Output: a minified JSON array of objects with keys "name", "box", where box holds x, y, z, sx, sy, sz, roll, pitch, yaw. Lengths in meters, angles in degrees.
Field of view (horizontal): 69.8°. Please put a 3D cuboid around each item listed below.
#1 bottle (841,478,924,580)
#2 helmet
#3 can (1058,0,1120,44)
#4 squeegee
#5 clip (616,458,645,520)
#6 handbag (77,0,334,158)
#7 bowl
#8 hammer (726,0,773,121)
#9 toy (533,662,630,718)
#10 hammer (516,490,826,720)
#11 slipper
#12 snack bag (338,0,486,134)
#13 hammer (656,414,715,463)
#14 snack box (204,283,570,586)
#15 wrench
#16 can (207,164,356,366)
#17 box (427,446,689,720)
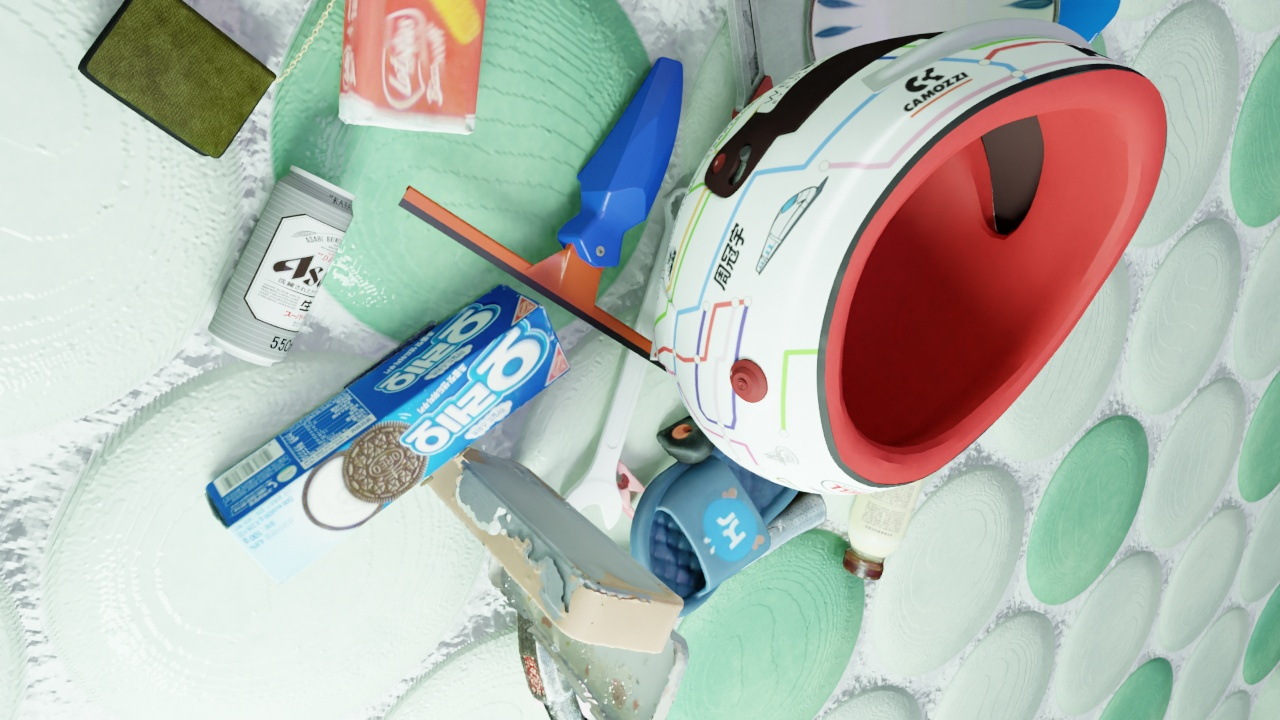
[{"name":"bottle","box":[0.241,0.133,0.896,0.056,0.056,0.162,9,102,-38]},{"name":"helmet","box":[0.138,-0.072,0.585,0.230,0.236,0.315,16,113,-31]},{"name":"can","box":[0.348,-0.286,0.800,0.146,0.079,0.079,-46,128,-13]},{"name":"squeegee","box":[-0.013,-0.121,0.615,0.249,0.055,0.184,32,77,-39]},{"name":"clip","box":[-0.015,0.104,0.722,0.037,0.022,0.058,-41,121,-12]},{"name":"handbag","box":[-0.202,-0.197,0.472,0.084,0.027,0.178,38,78,-41]},{"name":"bowl","box":[0.220,-0.261,0.702,0.070,0.177,0.177,-56,146,-62]},{"name":"hammer","box":[0.088,-0.167,0.687,0.126,0.036,0.316,-28,122,-28]},{"name":"toy","box":[-0.034,0.259,0.755,0.108,0.041,0.096,-34,125,-16]},{"name":"hammer","box":[0.040,0.172,0.760,0.325,0.036,0.140,-21,94,-36]},{"name":"slipper","box":[0.069,0.114,0.735,0.213,0.059,0.104,-38,101,-38]},{"name":"snack bag","box":[-0.126,-0.187,0.515,0.076,0.036,0.116,-5,110,-42]},{"name":"hammer","box":[0.159,-0.015,0.754,0.332,0.133,0.033,-33,125,-12]},{"name":"snack box","box":[-0.152,0.040,0.572,0.226,0.059,0.059,-38,129,-20]},{"name":"wrench","box":[-0.004,0.004,0.685,0.047,0.009,0.273,15,95,-23]},{"name":"can","box":[-0.199,-0.052,0.511,0.044,0.044,0.106,25,92,-40]},{"name":"box","box":[-0.065,0.137,0.571,0.105,0.216,0.096,30,89,-37]}]
